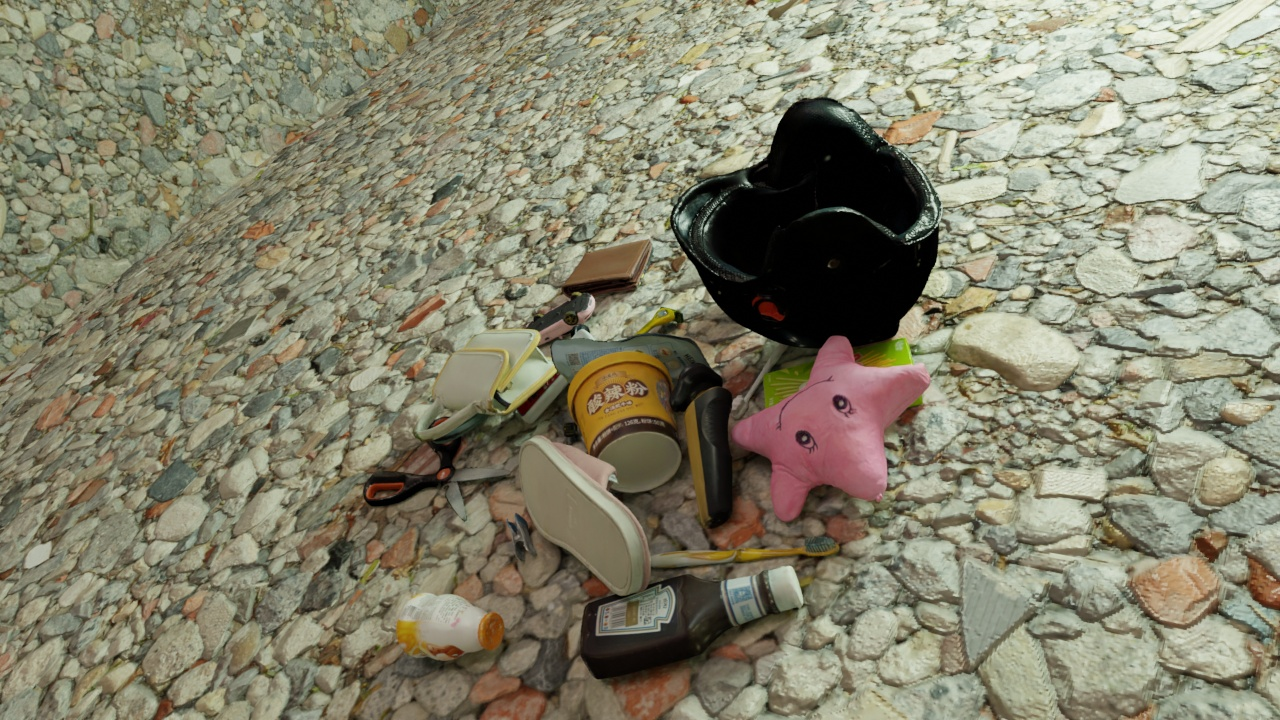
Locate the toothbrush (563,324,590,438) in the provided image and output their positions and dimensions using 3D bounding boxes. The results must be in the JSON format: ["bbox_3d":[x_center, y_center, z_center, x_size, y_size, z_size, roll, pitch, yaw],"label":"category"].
[{"bbox_3d":[-0.081,0.025,1.164,0.027,0.026,0.212,1,38,-1],"label":"toothbrush"}]

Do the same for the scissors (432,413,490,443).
[{"bbox_3d":[-0.213,0.045,1.215,0.171,0.019,0.170,-37,24,-12],"label":"scissors"}]

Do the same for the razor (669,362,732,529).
[{"bbox_3d":[0.065,0.086,0.920,0.068,0.062,0.167,-20,60,28],"label":"razor"}]

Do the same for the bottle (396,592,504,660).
[{"bbox_3d":[-0.185,0.261,0.897,0.109,0.063,0.063,-6,40,31],"label":"bottle"}]

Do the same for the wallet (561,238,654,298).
[{"bbox_3d":[-0.047,-0.134,1.344,0.125,0.032,0.101,-8,36,28],"label":"wallet"}]

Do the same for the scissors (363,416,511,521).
[{"bbox_3d":[-0.254,0.135,1.148,0.221,0.022,0.227,-19,35,15],"label":"scissors"}]

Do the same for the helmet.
[{"bbox_3d":[0.177,-0.123,0.972,0.275,0.230,0.232,-5,42,15],"label":"helmet"}]

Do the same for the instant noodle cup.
[{"bbox_3d":[-0.013,0.070,0.983,0.118,0.118,0.114,-24,42,7],"label":"instant noodle cup"}]

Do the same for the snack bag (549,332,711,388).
[{"bbox_3d":[-0.006,0.006,1.060,0.191,0.110,0.038,-3,45,33],"label":"snack bag"}]

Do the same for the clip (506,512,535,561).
[{"bbox_3d":[-0.127,0.190,0.984,0.036,0.026,0.058,-32,39,7],"label":"clip"}]

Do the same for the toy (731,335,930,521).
[{"bbox_3d":[0.187,0.064,0.863,0.195,0.074,0.178,-42,43,10],"label":"toy"}]

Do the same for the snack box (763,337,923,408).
[{"bbox_3d":[0.206,0.029,0.952,0.157,0.026,0.085,-16,37,18],"label":"snack box"}]

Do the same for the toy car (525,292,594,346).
[{"bbox_3d":[-0.113,-0.054,1.283,0.123,0.037,0.056,-26,29,27],"label":"toy car"}]

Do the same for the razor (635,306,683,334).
[{"bbox_3d":[0.000,-0.021,1.169,0.043,0.028,0.132,20,59,44],"label":"razor"}]

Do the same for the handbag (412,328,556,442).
[{"bbox_3d":[-0.207,0.033,1.144,0.164,0.063,0.178,2,42,51],"label":"handbag"}]

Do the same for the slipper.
[{"bbox_3d":[-0.054,0.145,0.906,0.054,0.114,0.275,-10,16,-27],"label":"slipper"}]

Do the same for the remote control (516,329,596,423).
[{"bbox_3d":[-0.107,0.019,1.159,0.136,0.020,0.056,-48,27,3],"label":"remote control"}]

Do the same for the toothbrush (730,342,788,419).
[{"bbox_3d":[0.148,-0.002,1.042,0.016,0.016,0.179,10,50,40],"label":"toothbrush"}]

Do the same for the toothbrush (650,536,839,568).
[{"bbox_3d":[0.089,0.178,0.849,0.192,0.018,0.016,-10,37,26],"label":"toothbrush"}]

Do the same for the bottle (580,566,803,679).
[{"bbox_3d":[0.044,0.222,0.802,0.195,0.044,0.079,-19,28,12],"label":"bottle"}]
